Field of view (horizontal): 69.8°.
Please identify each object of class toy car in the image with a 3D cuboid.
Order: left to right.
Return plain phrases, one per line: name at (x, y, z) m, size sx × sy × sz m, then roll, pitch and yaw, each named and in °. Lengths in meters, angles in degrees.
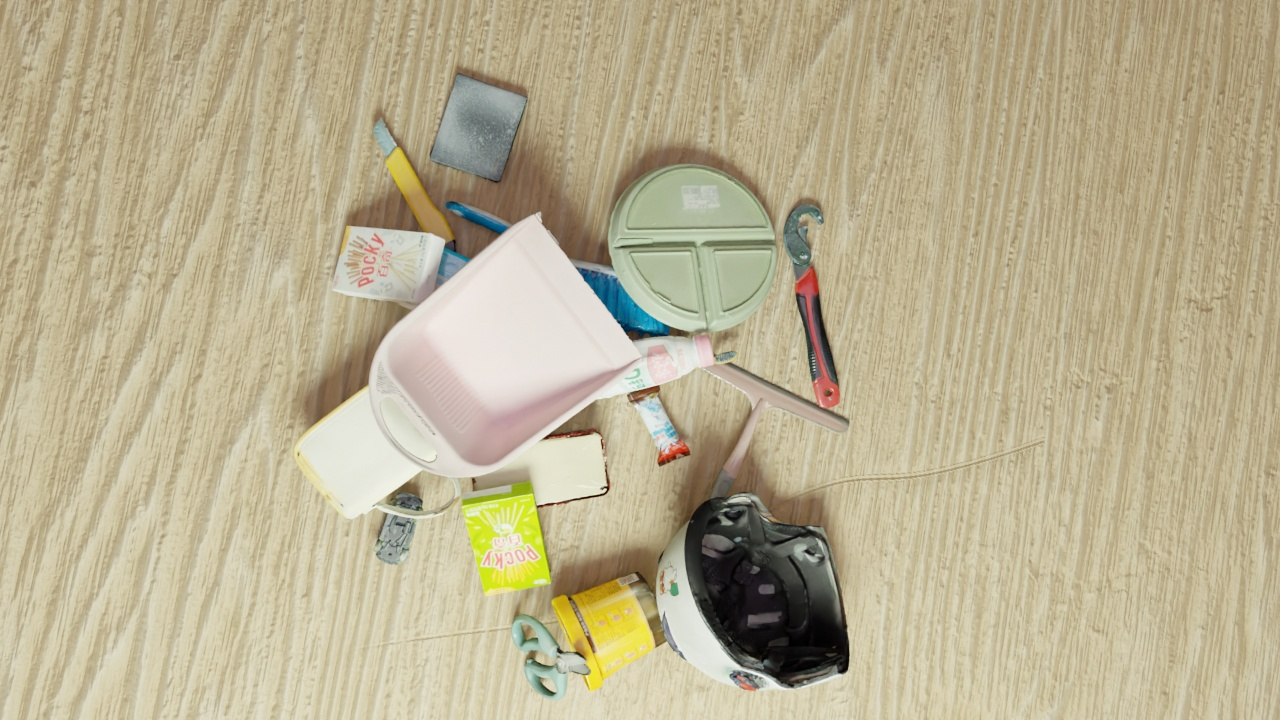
toy car at (-0.300, 0.209, 1.144) m, size 0.043 × 0.034 × 0.090 m, roll 18°, pitch 87°, yaw -7°

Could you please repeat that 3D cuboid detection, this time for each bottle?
bottle at (-0.007, 0.007, 1.151) m, size 0.197 × 0.068 × 0.068 m, roll -12°, pitch 89°, yaw 2°

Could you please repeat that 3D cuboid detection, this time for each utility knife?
utility knife at (-0.289, -0.219, 1.171) m, size 0.033 × 0.015 × 0.195 m, roll -29°, pitch 94°, yaw -5°

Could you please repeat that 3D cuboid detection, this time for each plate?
plate at (0.073, -0.149, 1.171) m, size 0.230 × 0.028 × 0.230 m, roll 4°, pitch 76°, yaw -16°

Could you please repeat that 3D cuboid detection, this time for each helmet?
helmet at (0.117, 0.291, 1.102) m, size 0.273 × 0.157 × 0.229 m, roll 19°, pitch 50°, yaw -32°

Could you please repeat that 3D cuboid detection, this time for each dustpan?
dustpan at (-0.164, 0.004, 1.051) m, size 0.274 × 0.138 × 0.222 m, roll -37°, pitch 98°, yaw 17°

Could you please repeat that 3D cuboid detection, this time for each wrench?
wrench at (0.229, -0.072, 1.217) m, size 0.056 × 0.016 × 0.273 m, roll -7°, pitch 88°, yaw -5°

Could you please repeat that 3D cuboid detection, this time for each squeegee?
squeegee at (0.118, 0.137, 1.186) m, size 0.247 × 0.040 × 0.249 m, roll 26°, pitch 86°, yaw -4°

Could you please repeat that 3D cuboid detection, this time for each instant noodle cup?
instant noodle cup at (-0.035, 0.325, 1.128) m, size 0.114 × 0.118 × 0.118 m, roll -23°, pitch 90°, yaw -13°

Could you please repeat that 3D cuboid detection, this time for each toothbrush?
toothbrush at (0.033, 0.018, 1.179) m, size 0.191 × 0.018 × 0.016 m, roll -16°, pitch 80°, yaw 3°

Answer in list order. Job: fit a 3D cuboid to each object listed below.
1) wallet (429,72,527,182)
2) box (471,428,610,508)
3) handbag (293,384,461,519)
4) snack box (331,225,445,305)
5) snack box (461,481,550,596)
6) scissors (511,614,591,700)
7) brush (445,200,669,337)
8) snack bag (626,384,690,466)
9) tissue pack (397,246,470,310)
wallet at (-0.209, -0.299, 1.184) m, size 0.097 × 0.019 × 0.121 m, roll 18°, pitch 87°, yaw -3°
box at (-0.125, 0.136, 1.141) m, size 0.168 × 0.080 × 0.091 m, roll -9°, pitch 89°, yaw -6°
handbag at (-0.304, 0.124, 1.114) m, size 0.163 × 0.063 × 0.179 m, roll -36°, pitch 94°, yaw 2°
snack box at (-0.308, -0.116, 1.116) m, size 0.157 × 0.026 × 0.084 m, roll 9°, pitch 85°, yaw 33°
snack box at (-0.162, 0.220, 1.119) m, size 0.085 × 0.026 × 0.157 m, roll -9°, pitch 125°, yaw -5°
scissors at (-0.112, 0.339, 1.101) m, size 0.019 × 0.186 × 0.132 m, roll -19°, pitch 70°, yaw -37°
brush at (-0.107, -0.114, 1.169) m, size 0.314 × 0.060 × 0.109 m, roll 14°, pitch 81°, yaw -4°
snack bag at (0.023, 0.083, 1.183) m, size 0.048 × 0.026 × 0.104 m, roll -23°, pitch 88°, yaw -2°
tissue pack at (-0.233, -0.091, 1.146) m, size 0.140 × 0.063 × 0.090 m, roll 24°, pitch 94°, yaw -5°
